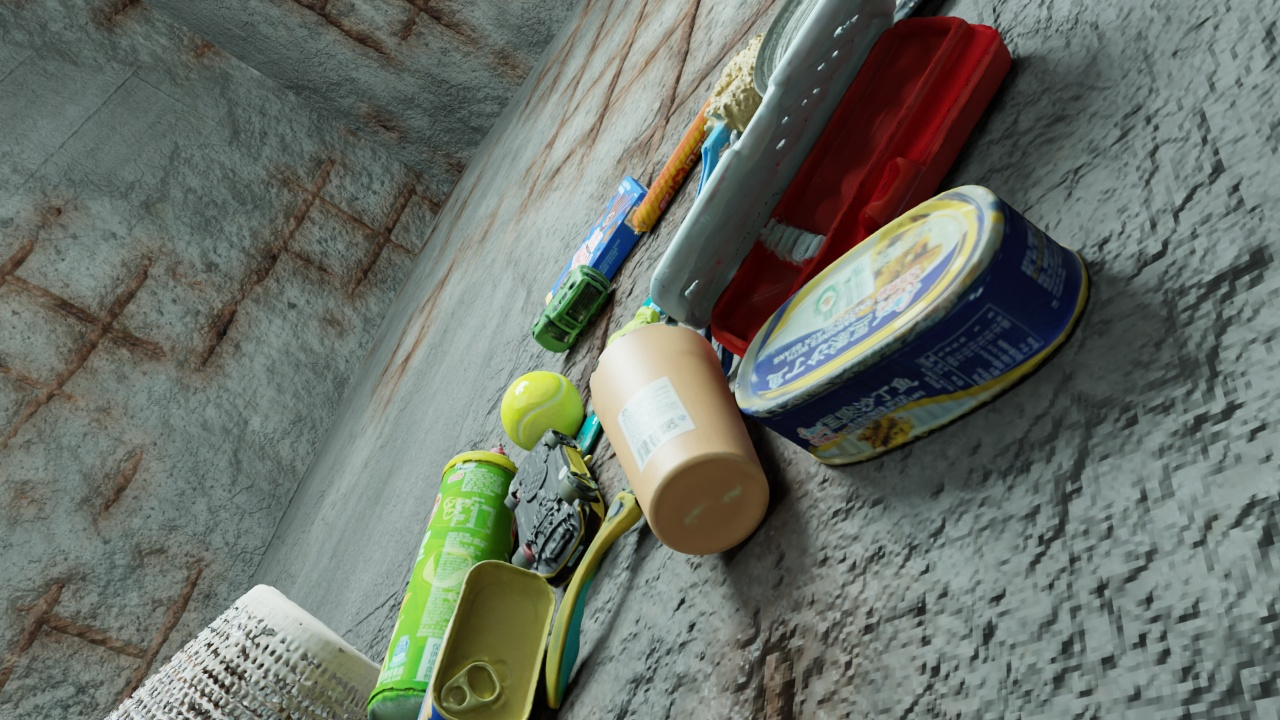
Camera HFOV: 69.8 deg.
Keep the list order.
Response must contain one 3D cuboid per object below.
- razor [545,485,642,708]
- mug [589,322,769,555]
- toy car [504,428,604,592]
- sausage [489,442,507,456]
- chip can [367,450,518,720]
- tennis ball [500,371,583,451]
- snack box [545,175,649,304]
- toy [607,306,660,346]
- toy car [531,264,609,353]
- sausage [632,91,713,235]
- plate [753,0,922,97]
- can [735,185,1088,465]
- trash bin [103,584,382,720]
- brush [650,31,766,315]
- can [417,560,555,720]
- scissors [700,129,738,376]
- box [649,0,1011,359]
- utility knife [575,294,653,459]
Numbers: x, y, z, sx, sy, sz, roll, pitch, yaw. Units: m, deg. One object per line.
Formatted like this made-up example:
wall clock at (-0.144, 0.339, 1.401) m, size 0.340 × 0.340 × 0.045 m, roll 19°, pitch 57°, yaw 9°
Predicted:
razor at (-0.028, 0.135, 0.529) m, size 0.043 × 0.028 × 0.132 m, roll 0°, pitch 63°, yaw 64°
mug at (0.021, 0.040, 0.476) m, size 0.078 × 0.078 × 0.122 m, roll -54°, pitch 24°, yaw 15°
toy car at (-0.058, 0.096, 0.631) m, size 0.071 × 0.041 × 0.156 m, roll -57°, pitch 21°, yaw 7°
sausage at (-0.148, 0.139, 0.829) m, size 0.020 × 0.020 × 0.155 m, roll -40°, pitch 27°, yaw 44°
chip can at (-0.135, 0.169, 0.671) m, size 0.073 × 0.072 × 0.220 m, roll -46°, pitch 23°, yaw 35°
tennis ball at (-0.078, 0.041, 0.726) m, size 0.066 × 0.065 × 0.065 m, roll -49°, pitch 21°, yaw 27°
snack box at (-0.040, -0.104, 0.904) m, size 0.157 × 0.026 × 0.084 m, roll -55°, pitch 20°, yaw 13°
toy at (-0.004, 0.004, 0.647) m, size 0.097 × 0.031 × 0.100 m, roll -46°, pitch 25°, yaw 42°
toy car at (-0.065, -0.045, 0.856) m, size 0.091 × 0.043 × 0.036 m, roll -53°, pitch 21°, yaw 20°
sausage at (0.040, -0.184, 0.830) m, size 0.165 × 0.021 × 0.021 m, roll -57°, pitch 19°, yaw 9°
plate at (0.149, -0.247, 0.629) m, size 0.180 × 0.024 × 0.179 m, roll -42°, pitch 29°, yaw 29°
can at (0.102, -0.010, 0.377) m, size 0.149 × 0.049 × 0.074 m, roll -37°, pitch 29°, yaw 47°
trash bin at (-0.326, 0.307, 0.770) m, size 0.191 × 0.227 × 0.228 m, roll -54°, pitch 15°, yaw -24°
brush at (0.058, -0.145, 0.714) m, size 0.083 × 0.046 × 0.254 m, roll -8°, pitch 57°, yaw 61°
can at (-0.095, 0.186, 0.550) m, size 0.101 × 0.057 × 0.083 m, roll -79°, pitch 12°, yaw -45°
scissors at (0.067, -0.072, 0.547) m, size 0.141 × 0.012 × 0.171 m, roll 36°, pitch 111°, yaw 62°
box at (0.081, -0.099, 0.456) m, size 0.201 × 0.098 × 0.095 m, roll -59°, pitch 37°, yaw 2°
utility knife at (-0.019, 0.009, 0.706) m, size 0.029 × 0.013 × 0.164 m, roll -7°, pitch 55°, yaw 65°
